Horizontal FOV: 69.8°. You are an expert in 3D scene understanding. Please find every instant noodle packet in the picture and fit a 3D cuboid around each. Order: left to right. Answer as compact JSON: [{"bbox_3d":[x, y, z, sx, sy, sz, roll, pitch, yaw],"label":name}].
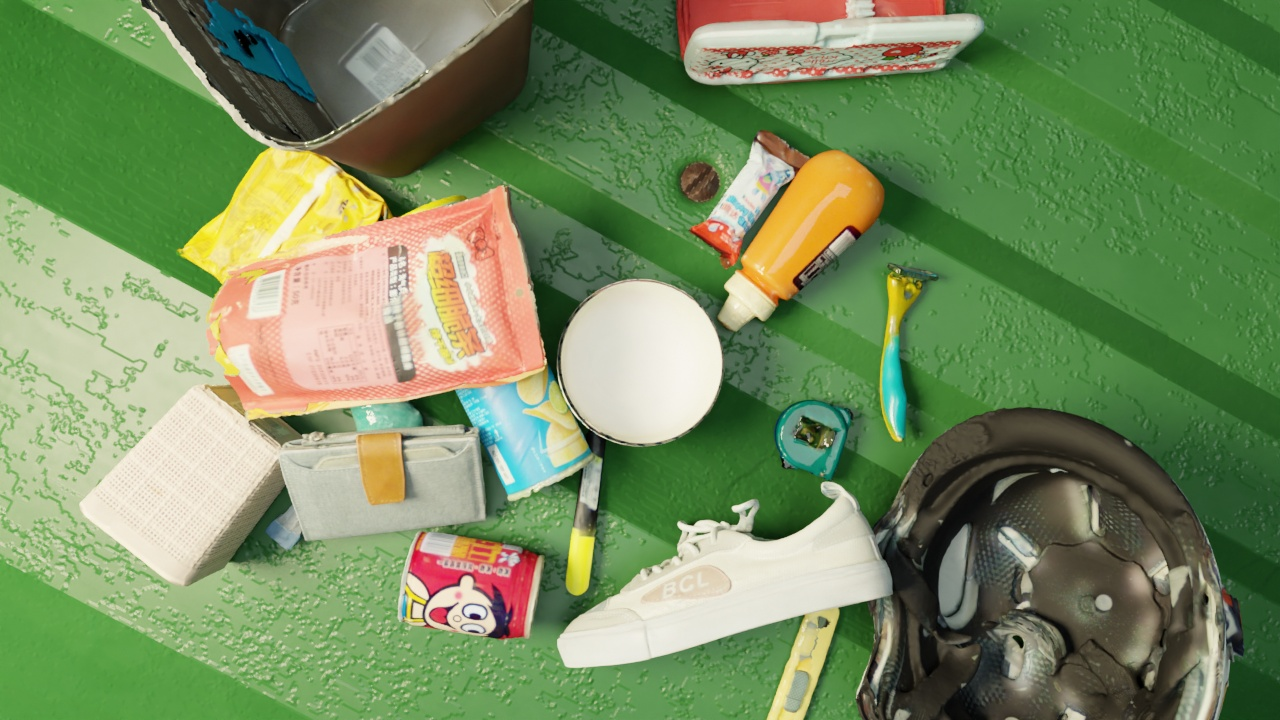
[{"bbox_3d":[-0.255,-0.090,0.664,0.111,0.044,0.128,38,87,3],"label":"instant noodle packet"}]

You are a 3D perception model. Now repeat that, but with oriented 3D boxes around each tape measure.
[{"bbox_3d":[0.129,0.057,0.689,0.054,0.025,0.058,18,89,-3],"label":"tape measure"}]

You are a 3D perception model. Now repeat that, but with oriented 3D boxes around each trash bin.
[{"bbox_3d":[-0.174,-0.228,0.579,0.198,0.220,0.199,-36,92,-3],"label":"trash bin"}]

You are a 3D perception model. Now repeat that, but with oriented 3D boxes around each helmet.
[{"bbox_3d":[0.280,0.176,0.620,0.156,0.230,0.274,13,85,-45],"label":"helmet"}]

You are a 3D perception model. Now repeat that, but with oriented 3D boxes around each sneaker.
[{"bbox_3d":[0.046,0.151,0.645,0.242,0.089,0.090,-19,72,13],"label":"sneaker"}]

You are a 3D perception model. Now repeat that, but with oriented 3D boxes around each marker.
[{"bbox_3d":[-0.041,0.113,0.689,0.018,0.015,0.124,7,87,-3],"label":"marker"}]

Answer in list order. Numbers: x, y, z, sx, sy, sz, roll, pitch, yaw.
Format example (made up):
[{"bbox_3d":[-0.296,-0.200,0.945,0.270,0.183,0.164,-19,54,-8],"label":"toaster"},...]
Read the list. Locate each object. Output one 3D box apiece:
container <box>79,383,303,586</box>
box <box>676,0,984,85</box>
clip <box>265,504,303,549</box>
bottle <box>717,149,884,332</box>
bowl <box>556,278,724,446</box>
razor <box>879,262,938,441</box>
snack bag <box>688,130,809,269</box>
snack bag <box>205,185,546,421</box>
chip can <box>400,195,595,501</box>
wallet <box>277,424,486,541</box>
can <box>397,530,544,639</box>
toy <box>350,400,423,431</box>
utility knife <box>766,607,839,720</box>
[{"bbox_3d":[-0.303,0.081,0.642,0.090,0.090,0.111,39,86,-2],"label":"container"},{"bbox_3d":[0.129,-0.253,0.651,0.201,0.100,0.094,-4,91,-3],"label":"box"},{"bbox_3d":[-0.249,0.112,0.678,0.026,0.037,0.058,43,88,1],"label":"clip"},{"bbox_3d":[0.110,-0.081,0.672,0.067,0.066,0.149,40,96,-2],"label":"bottle"},{"bbox_3d":[-0.004,0.004,0.659,0.116,0.066,0.116,1,85,-9],"label":"bowl"},{"bbox_3d":[0.195,-0.005,0.689,0.043,0.028,0.132,6,87,-33],"label":"razor"},{"bbox_3d":[0.080,-0.121,0.685,0.045,0.026,0.105,35,87,1],"label":"snack bag"},{"bbox_3d":[-0.171,-0.031,0.599,0.208,0.073,0.128,-11,82,7],"label":"snack bag"},{"bbox_3d":[-0.109,-0.008,0.657,0.071,0.071,0.210,-27,92,-2],"label":"chip can"},{"bbox_3d":[-0.174,0.087,0.637,0.129,0.107,0.037,-5,48,-9],"label":"wallet"},{"bbox_3d":[-0.120,0.162,0.659,0.094,0.066,0.066,10,90,-3],"label":"can"},{"bbox_3d":[-0.190,0.024,0.675,0.096,0.030,0.092,-24,93,-8],"label":"toy"},{"bbox_3d":[0.121,0.235,0.697,0.031,0.019,0.182,20,85,-8],"label":"utility knife"}]
